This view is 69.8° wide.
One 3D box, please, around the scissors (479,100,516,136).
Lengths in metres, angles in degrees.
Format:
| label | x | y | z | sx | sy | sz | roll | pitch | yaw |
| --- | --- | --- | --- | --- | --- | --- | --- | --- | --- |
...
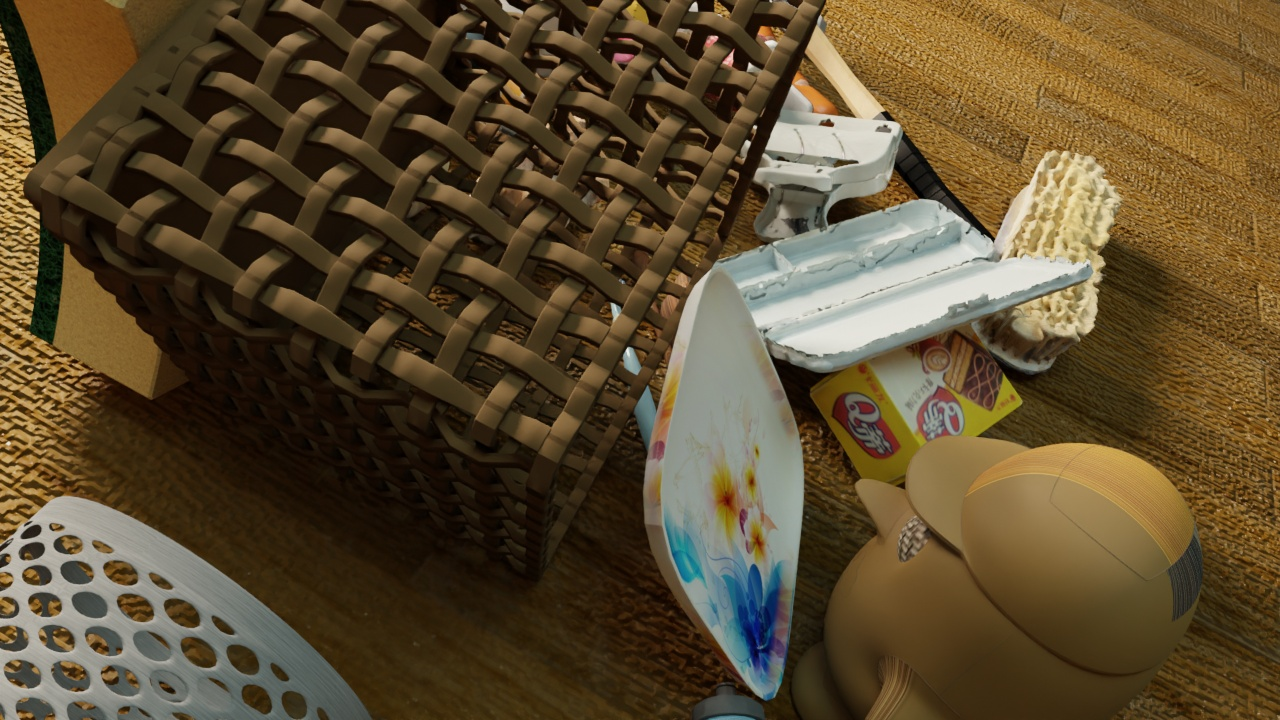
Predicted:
| label | x | y | z | sx | sy | sz | roll | pitch | yaw |
| --- | --- | --- | --- | --- | --- | --- | --- | --- | --- |
| scissors | -0.161 | -0.200 | 0.672 | 0.188 | 0.015 | 0.146 | 33 | 27 | -10 |

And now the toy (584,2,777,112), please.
| label | x | y | z | sx | sy | sz | roll | pitch | yaw |
| --- | --- | --- | --- | --- | --- | --- | --- | --- | --- |
| toy | 0.041 | -0.272 | 0.796 | 0.194 | 0.084 | 0.158 | 34 | 68 | 30 |

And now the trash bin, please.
| label | x | y | z | sx | sy | sz | roll | pitch | yaw |
| --- | --- | --- | --- | --- | --- | --- | --- | --- | --- |
| trash bin | -0.209 | 0.166 | 0.304 | 0.156 | 0.157 | 0.182 | 30 | 51 | 6 |

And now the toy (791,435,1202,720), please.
| label | x | y | z | sx | sy | sz | roll | pitch | yaw |
| --- | --- | --- | --- | --- | --- | --- | --- | --- | --- |
| toy | 0.166 | 0.115 | 0.440 | 0.162 | 0.204 | 0.198 | 41 | 51 | 17 |

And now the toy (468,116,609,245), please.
| label | x | y | z | sx | sy | sz | roll | pitch | yaw |
| --- | --- | --- | --- | --- | --- | --- | --- | --- | --- |
| toy | -0.084 | -0.122 | 0.651 | 0.105 | 0.074 | 0.085 | -38 | 37 | -17 |

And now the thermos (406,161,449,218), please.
| label | x | y | z | sx | sy | sz | roll | pitch | yaw |
| --- | --- | --- | --- | --- | --- | --- | --- | --- | --- |
| thermos | -0.239 | -0.185 | 0.644 | 0.230 | 0.068 | 0.067 | 36 | 49 | 11 |

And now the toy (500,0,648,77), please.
| label | x | y | z | sx | sy | sz | roll | pitch | yaw |
| --- | --- | --- | --- | --- | --- | --- | --- | --- | --- |
| toy | -0.083 | -0.314 | 0.752 | 0.246 | 0.141 | 0.268 | -50 | 36 | -12 |

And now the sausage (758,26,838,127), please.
| label | x | y | z | sx | sy | sz | roll | pitch | yaw |
| --- | --- | --- | --- | --- | --- | --- | --- | --- | --- |
| sausage | 0.129 | -0.264 | 0.853 | 0.044 | 0.039 | 0.164 | -28 | 59 | 3 |

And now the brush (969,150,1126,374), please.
| label | x | y | z | sx | sy | sz | roll | pitch | yaw |
| --- | --- | --- | --- | --- | --- | --- | --- | --- | --- |
| brush | 0.343 | -0.088 | 0.770 | 0.083 | 0.057 | 0.270 | 33 | 49 | 7 |

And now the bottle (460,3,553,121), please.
| label | x | y | z | sx | sy | sz | roll | pitch | yaw |
| --- | --- | --- | --- | --- | --- | --- | --- | --- | --- |
| bottle | -0.129 | -0.221 | 0.654 | 0.181 | 0.059 | 0.059 | 38 | 50 | 21 |

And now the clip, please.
| label | x | y | z | sx | sy | sz | roll | pitch | yaw |
| --- | --- | --- | --- | --- | --- | --- | --- | --- | --- |
| clip | 0.138 | -0.157 | 0.740 | 0.125 | 0.074 | 0.143 | 10 | 49 | 20 |

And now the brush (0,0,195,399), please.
| label | x | y | z | sx | sy | sz | roll | pitch | yaw |
| --- | --- | --- | --- | --- | --- | --- | --- | --- | --- |
| brush | -0.217 | -0.124 | 0.474 | 0.075 | 0.251 | 0.194 | 28 | 41 | 4 |

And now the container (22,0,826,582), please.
| label | x | y | z | sx | sy | sz | roll | pitch | yaw |
| --- | --- | --- | --- | --- | --- | --- | --- | --- | --- |
| container | -0.081 | -0.069 | 0.454 | 0.214 | 0.220 | 0.251 | 28 | 67 | 4 |

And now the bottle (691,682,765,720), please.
| label | x | y | z | sx | sy | sz | roll | pitch | yaw |
| --- | --- | --- | --- | --- | --- | --- | --- | --- | --- |
| bottle | 0.044 | 0.214 | 0.425 | 0.040 | 0.040 | 0.129 | 9 | 49 | -12 |

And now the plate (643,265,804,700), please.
| label | x | y | z | sx | sy | sz | roll | pitch | yaw |
| --- | --- | --- | --- | --- | --- | --- | --- | --- | --- |
| plate | 0.049 | 0.064 | 0.482 | 0.016 | 0.187 | 0.186 | -7 | 44 | 25 |

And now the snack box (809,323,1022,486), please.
| label | x | y | z | sx | sy | sz | roll | pitch | yaw |
| --- | --- | --- | --- | --- | --- | --- | --- | --- | --- |
| snack box | 0.181 | 0.024 | 0.604 | 0.105 | 0.061 | 0.083 | -25 | 79 | -34 |

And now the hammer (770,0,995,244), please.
| label | x | y | z | sx | sy | sz | roll | pitch | yaw |
| --- | --- | --- | --- | --- | --- | --- | --- | --- | --- |
| hammer | 0.204 | -0.224 | 0.823 | 0.131 | 0.039 | 0.328 | 11 | 45 | -59 |

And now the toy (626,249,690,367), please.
| label | x | y | z | sx | sy | sz | roll | pitch | yaw |
| --- | --- | --- | --- | --- | --- | --- | --- | --- | --- |
| toy | 0.027 | -0.033 | 0.627 | 0.055 | 0.042 | 0.101 | -17 | 65 | -4 |

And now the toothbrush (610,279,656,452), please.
| label | x | y | z | sx | sy | sz | roll | pitch | yaw |
| --- | --- | --- | --- | --- | --- | --- | --- | --- | --- |
| toothbrush | -0.004 | 0.004 | 0.601 | 0.022 | 0.016 | 0.154 | 33 | 33 | -45 |

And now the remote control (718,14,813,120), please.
| label | x | y | z | sx | sy | sz | roll | pitch | yaw |
| --- | --- | --- | --- | --- | --- | --- | --- | --- | --- |
| remote control | 0.101 | -0.256 | 0.834 | 0.008 | 0.045 | 0.146 | -15 | 57 | -39 |

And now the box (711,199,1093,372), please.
| label | x | y | z | sx | sy | sz | roll | pitch | yaw |
| --- | --- | --- | --- | --- | --- | --- | --- | --- | --- |
| box | 0.165 | -0.050 | 0.623 | 0.209 | 0.061 | 0.192 | -20 | 32 | -15 |
